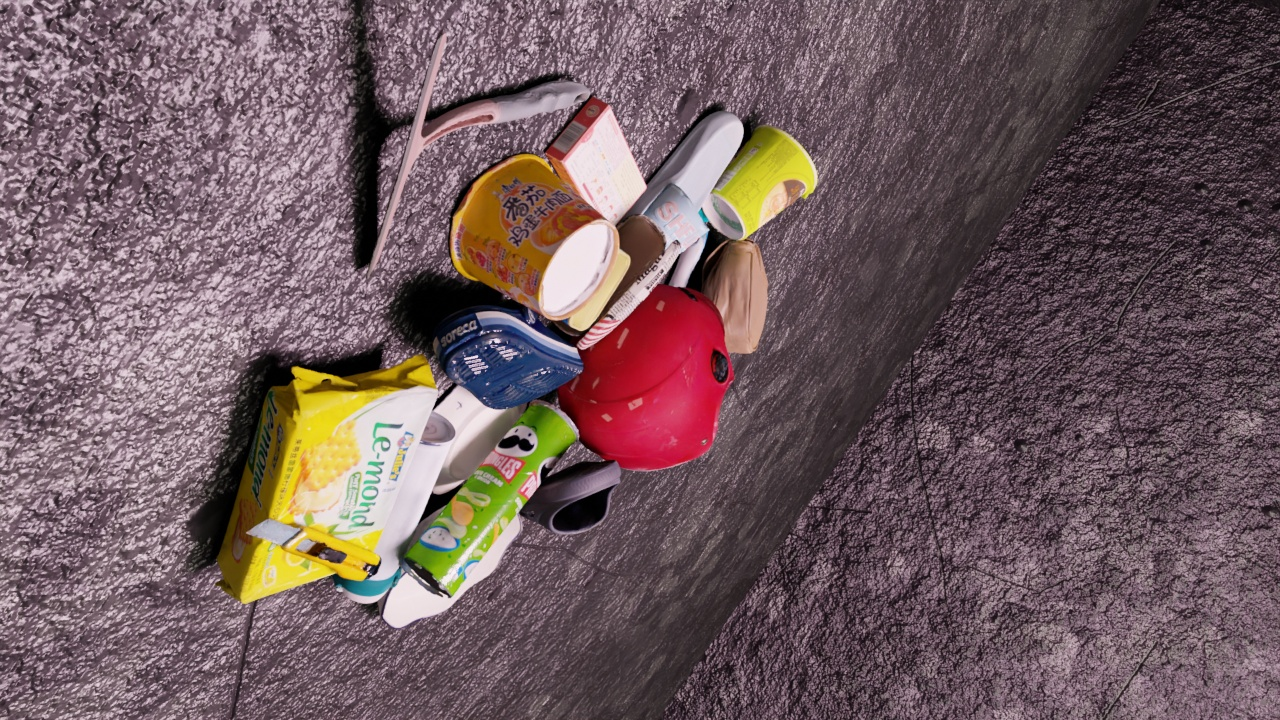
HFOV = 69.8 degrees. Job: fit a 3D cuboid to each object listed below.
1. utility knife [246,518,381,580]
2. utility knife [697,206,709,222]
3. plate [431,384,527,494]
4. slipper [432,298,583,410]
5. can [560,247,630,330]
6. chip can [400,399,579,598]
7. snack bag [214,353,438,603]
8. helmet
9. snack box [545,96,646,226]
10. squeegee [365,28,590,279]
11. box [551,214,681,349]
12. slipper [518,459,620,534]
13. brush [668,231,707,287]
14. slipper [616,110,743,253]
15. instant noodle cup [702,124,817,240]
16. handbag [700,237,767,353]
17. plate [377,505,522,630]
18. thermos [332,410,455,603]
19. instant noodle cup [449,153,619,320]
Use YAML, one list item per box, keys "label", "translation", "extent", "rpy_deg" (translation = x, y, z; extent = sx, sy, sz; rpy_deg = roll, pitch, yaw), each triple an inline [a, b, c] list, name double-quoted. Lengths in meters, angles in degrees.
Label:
- label: "utility knife"
  translation: [-0.291, 0.175, 0.837]
  extent: [0.033, 0.015, 0.202]
  rpy_deg: [-52, 155, -10]
- label: "utility knife"
  translation: [0.107, -0.205, 1.248]
  extent: [0.182, 0.013, 0.029]
  rpy_deg: [-23, 140, -50]
- label: "plate"
  translation: [-0.189, 0.083, 1.052]
  extent: [0.164, 0.034, 0.164]
  rpy_deg: [-48, 155, -16]
- label: "slipper"
  translation: [-0.144, -0.015, 0.941]
  extent: [0.105, 0.095, 0.252]
  rpy_deg: [-25, 165, 10]
- label: "can"
  translation: [-0.072, -0.093, 0.976]
  extent: [0.102, 0.083, 0.057]
  rpy_deg: [-57, 156, 5]
- label: "chip can"
  translation: [-0.164, 0.151, 1.019]
  extent: [0.235, 0.072, 0.072]
  rpy_deg: [-52, 157, -27]
- label: "snack bag"
  translation: [-0.293, 0.105, 0.845]
  extent: [0.157, 0.068, 0.247]
  rpy_deg: [-9, 131, -56]
- label: "helmet"
  translation: [-0.007, 0.006, 1.091]
  extent: [0.144, 0.207, 0.239]
  rpy_deg: [27, 73, -58]
- label: "snack box"
  translation: [-0.042, -0.199, 0.964]
  extent: [0.077, 0.027, 0.156]
  rpy_deg: [-52, 156, -8]
- label: "squeegee"
  translation: [-0.128, -0.206, 0.783]
  extent: [0.248, 0.040, 0.248]
  rpy_deg: [-38, 167, -44]
- label: "box"
  translation: [-0.026, -0.086, 1.017]
  extent: [0.162, 0.086, 0.075]
  rpy_deg: [-45, 113, -1]
- label: "slipper"
  translation: [-0.090, 0.177, 1.131]
  extent: [0.110, 0.083, 0.269]
  rpy_deg: [-19, 177, -23]
- label: "brush"
  translation: [0.036, -0.039, 1.292]
  extent: [0.109, 0.060, 0.315]
  rpy_deg: [12, 108, -61]
- label: "slipper"
  translation: [0.055, -0.188, 1.101]
  extent: [0.245, 0.074, 0.104]
  rpy_deg: [-54, 157, -4]
- label: "instant noodle cup"
  translation: [0.146, -0.222, 1.187]
  extent: [0.123, 0.112, 0.112]
  rpy_deg: [-44, 154, -15]
- label: "handbag"
  translation: [0.130, -0.086, 1.303]
  extent: [0.204, 0.100, 0.147]
  rpy_deg: [42, 55, -78]
- label: "plate"
  translation: [-0.237, 0.240, 1.122]
  extent: [0.204, 0.045, 0.205]
  rpy_deg: [-37, 157, -19]
- label: "thermos"
  translation: [-0.262, 0.159, 0.971]
  extent: [0.073, 0.073, 0.225]
  rpy_deg: [-11, 132, -57]
- label: "instant noodle cup"
  translation: [-0.095, -0.111, 0.879]
  extent: [0.137, 0.110, 0.138]
  rpy_deg: [-40, 152, -27]
